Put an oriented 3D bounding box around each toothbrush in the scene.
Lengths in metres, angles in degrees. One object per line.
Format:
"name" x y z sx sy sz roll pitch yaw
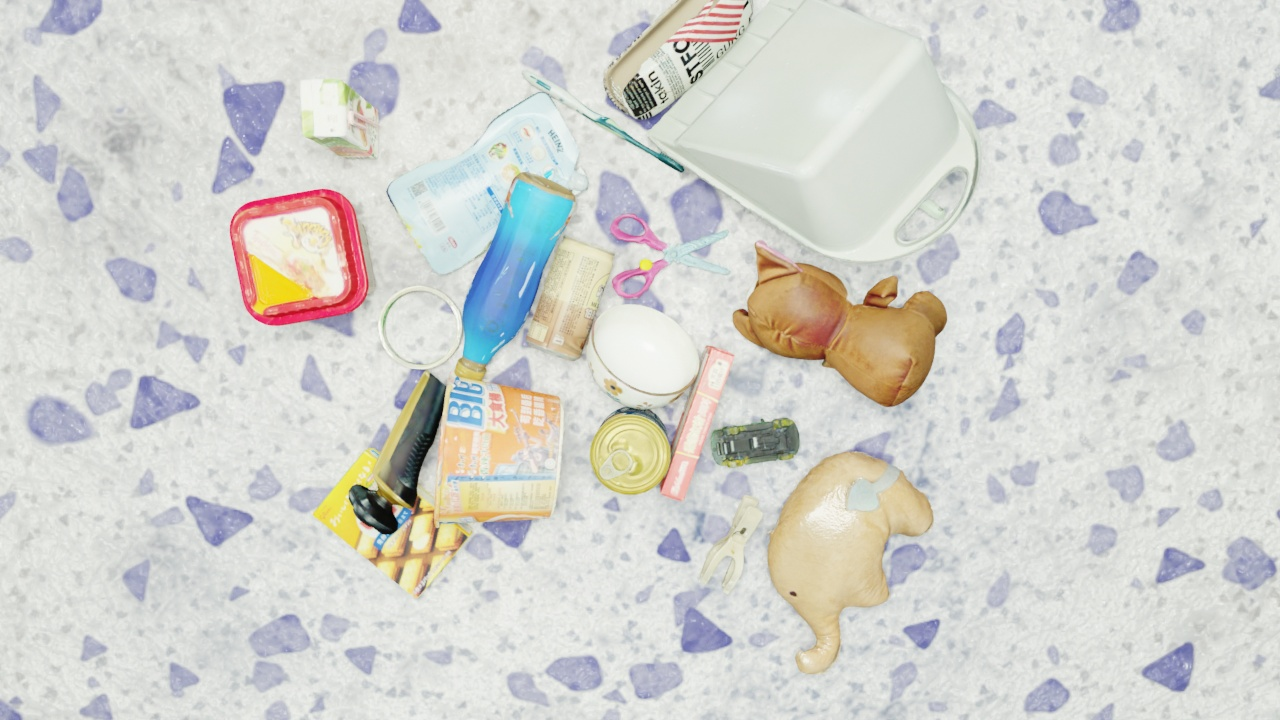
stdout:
"toothbrush" 0.233 -0.201 0.933 0.189 0.029 0.020 35 135 -4
"toothbrush" -0.036 -0.245 0.930 0.191 0.016 0.018 31 83 -3

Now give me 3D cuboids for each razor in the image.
"razor" -0.237 0.088 0.913 0.068 0.062 0.167 12 69 22

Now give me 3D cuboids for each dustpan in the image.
"dustpan" 0.181 -0.212 0.875 0.222 0.258 0.142 -48 133 -4

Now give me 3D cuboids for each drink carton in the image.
"drink carton" -0.283 -0.228 0.875 0.045 0.122 0.053 -1 93 -2

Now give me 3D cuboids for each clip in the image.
"clip" 0.096 0.189 0.947 0.034 0.071 0.100 23 99 -1

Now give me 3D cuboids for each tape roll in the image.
"tape roll" -0.225 -0.033 0.942 0.086 0.014 0.086 0 94 -1

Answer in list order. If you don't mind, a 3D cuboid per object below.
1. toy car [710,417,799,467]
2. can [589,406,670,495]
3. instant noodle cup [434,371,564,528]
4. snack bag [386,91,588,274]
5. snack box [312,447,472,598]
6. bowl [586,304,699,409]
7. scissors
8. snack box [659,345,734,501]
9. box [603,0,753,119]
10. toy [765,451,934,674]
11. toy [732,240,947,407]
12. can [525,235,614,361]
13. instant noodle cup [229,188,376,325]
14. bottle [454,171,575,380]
"toy car" 0.117 0.083 0.941 0.091 0.036 0.043 -7 93 1
"can" -0.009 0.085 0.904 0.075 0.111 0.075 0 92 1
"instant noodle cup" -0.136 0.090 0.891 0.111 0.151 0.151 6 94 -9
"snack bag" -0.149 -0.176 0.922 0.191 0.039 0.110 -30 95 0
"snack box" -0.254 0.167 0.946 0.140 0.033 0.087 40 92 -1
"bowl" -0.005 0.005 0.913 0.113 0.113 0.062 30 135 -2
"scissors" 0.027 -0.116 0.940 0.134 0.017 0.113 -23 89 -3
"snack box" 0.055 0.060 0.920 0.025 0.075 0.153 19 93 -1
"box" 0.033 -0.312 0.907 0.163 0.076 0.088 -46 57 2
"toy" 0.193 0.200 0.928 0.143 0.082 0.226 28 96 6
"toy" 0.191 -0.041 0.895 0.199 0.130 0.140 19 132 9
"can" -0.070 -0.062 0.919 0.058 0.058 0.116 20 94 -2
"instant noodle cup" -0.313 -0.097 0.882 0.116 0.124 0.116 -10 93 1
"bottle" -0.133 -0.075 0.907 0.065 0.065 0.219 25 106 -2
